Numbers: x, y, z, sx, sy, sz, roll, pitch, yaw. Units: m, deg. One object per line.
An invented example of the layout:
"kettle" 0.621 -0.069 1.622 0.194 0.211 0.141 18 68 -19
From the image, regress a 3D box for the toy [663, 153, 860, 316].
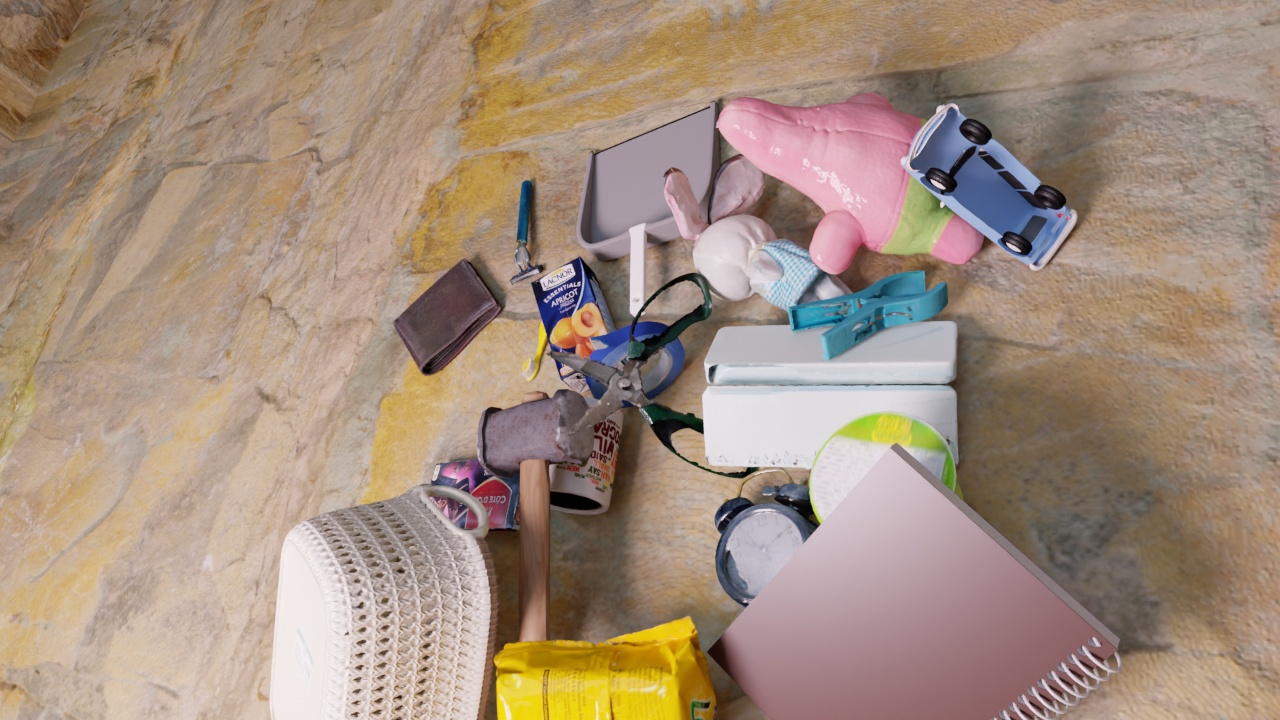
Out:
"toy" 0.111 -0.087 0.828 0.205 0.130 0.106 44 137 23

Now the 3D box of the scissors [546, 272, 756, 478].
"scissors" 0.025 0.004 0.787 0.015 0.201 0.203 -46 21 63

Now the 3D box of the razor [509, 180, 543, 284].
"razor" -0.134 -0.154 1.060 0.042 0.022 0.143 -19 55 24

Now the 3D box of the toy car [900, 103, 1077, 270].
"toy car" 0.264 -0.132 0.701 0.056 0.153 0.055 -55 19 5

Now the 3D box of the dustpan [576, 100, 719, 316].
"dustpan" 0.005 -0.152 0.956 0.163 0.033 0.257 -16 57 27

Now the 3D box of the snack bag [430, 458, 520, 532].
"snack bag" -0.163 0.133 0.906 0.156 0.018 0.074 -11 61 41

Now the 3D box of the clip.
"clip" 0.191 -0.035 0.724 0.126 0.028 0.113 -24 34 -18

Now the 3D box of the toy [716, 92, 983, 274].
"toy" 0.176 -0.161 0.771 0.237 0.097 0.191 20 64 1

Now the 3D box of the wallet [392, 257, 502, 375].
"wallet" -0.224 -0.051 1.061 0.120 0.031 0.099 -43 52 4

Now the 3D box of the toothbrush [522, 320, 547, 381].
"toothbrush" -0.097 -0.042 0.975 0.021 0.016 0.135 10 72 31

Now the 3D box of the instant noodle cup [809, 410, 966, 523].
"instant noodle cup" 0.184 0.100 0.644 0.099 0.108 0.098 -16 58 26

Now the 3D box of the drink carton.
"drink carton" -0.062 -0.037 0.924 0.064 0.040 0.130 -27 56 10

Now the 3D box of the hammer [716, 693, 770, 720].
"hammer" 0.019 0.297 0.692 0.323 0.051 0.117 -31 54 14

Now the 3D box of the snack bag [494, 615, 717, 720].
"snack bag" -0.023 0.309 0.631 0.160 0.068 0.247 -9 79 12

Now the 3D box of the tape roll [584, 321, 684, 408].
"tape roll" -0.005 0.005 0.837 0.091 0.093 0.016 -14 49 -16

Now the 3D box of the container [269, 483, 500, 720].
"container" -0.210 0.233 0.750 0.185 0.142 0.246 27 112 49

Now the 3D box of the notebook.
"notebook" 0.160 0.184 0.579 0.171 0.022 0.210 44 120 18

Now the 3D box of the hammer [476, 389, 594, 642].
"hammer" -0.085 0.182 0.739 0.098 0.052 0.327 -14 67 29

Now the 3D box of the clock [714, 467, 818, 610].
"clock" 0.103 0.144 0.715 0.090 0.052 0.129 -21 51 24

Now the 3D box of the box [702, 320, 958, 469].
"box" 0.151 0.025 0.735 0.198 0.075 0.125 0 84 21

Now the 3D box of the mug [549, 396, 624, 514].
"mug" -0.067 0.092 0.851 0.105 0.073 0.089 -27 48 53
